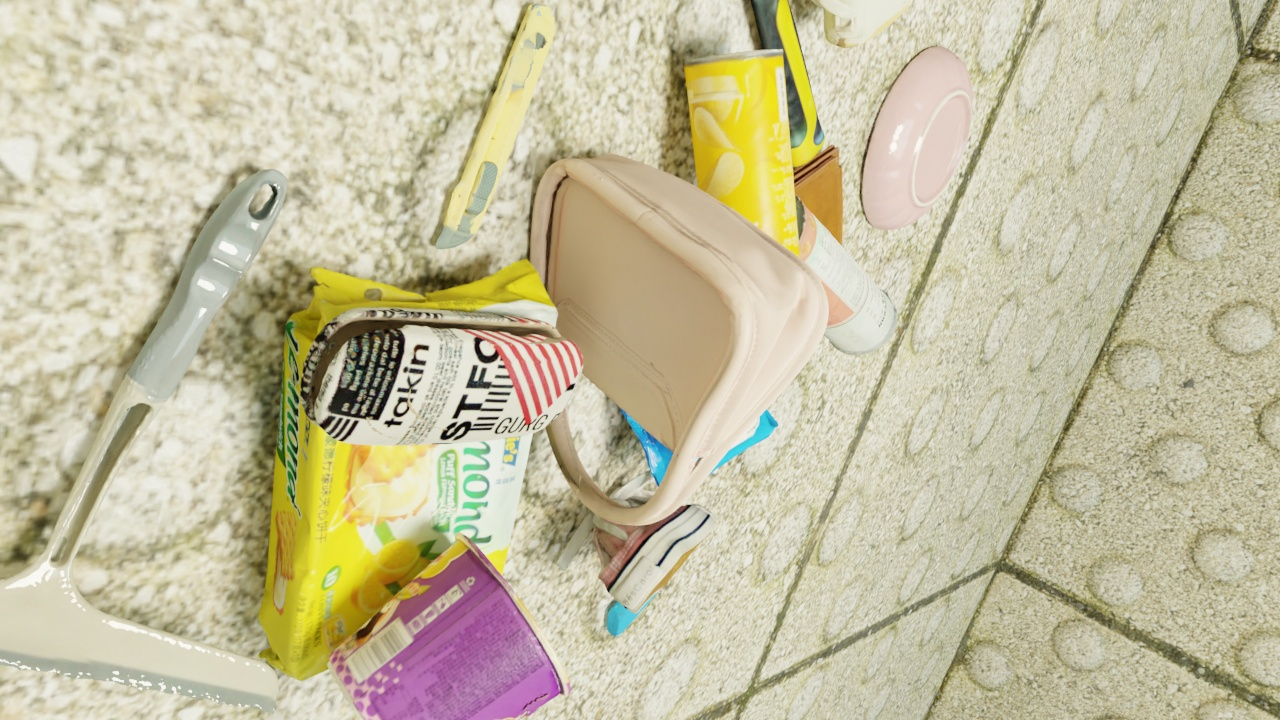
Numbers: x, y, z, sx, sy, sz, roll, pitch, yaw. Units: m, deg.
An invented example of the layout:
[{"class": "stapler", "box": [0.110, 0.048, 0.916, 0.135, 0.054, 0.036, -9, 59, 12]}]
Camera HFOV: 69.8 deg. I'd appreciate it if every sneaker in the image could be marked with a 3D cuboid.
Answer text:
[{"class": "sneaker", "box": [0.001, 0.147, 0.781, 0.118, 0.088, 0.241, -51, 169, 5]}]

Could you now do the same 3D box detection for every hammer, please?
[{"class": "hammer", "box": [0.092, -0.266, 0.654, 0.126, 0.032, 0.323, -52, 145, -14]}]

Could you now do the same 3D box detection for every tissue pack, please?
[{"class": "tissue pack", "box": [0.053, 0.045, 0.766, 0.156, 0.095, 0.052, -25, 175, -43]}]

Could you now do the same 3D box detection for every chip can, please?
[{"class": "chip can", "box": [0.076, -0.107, 0.653, 0.071, 0.072, 0.213, -23, 112, -44]}, {"class": "chip can", "box": [0.154, -0.071, 0.793, 0.214, 0.071, 0.071, 30, 88, -52]}]

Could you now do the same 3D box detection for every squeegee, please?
[{"class": "squeegee", "box": [-0.229, 0.019, 0.422, 0.246, 0.039, 0.246, 31, 81, -39]}]

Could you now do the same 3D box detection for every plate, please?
[{"class": "plate", "box": [0.297, -0.223, 0.952, 0.191, 0.039, 0.193, -32, 136, -37]}]

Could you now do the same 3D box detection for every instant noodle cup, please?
[{"class": "instant noodle cup", "box": [-0.109, 0.170, 0.509, 0.099, 0.111, 0.112, -36, 139, -21]}]

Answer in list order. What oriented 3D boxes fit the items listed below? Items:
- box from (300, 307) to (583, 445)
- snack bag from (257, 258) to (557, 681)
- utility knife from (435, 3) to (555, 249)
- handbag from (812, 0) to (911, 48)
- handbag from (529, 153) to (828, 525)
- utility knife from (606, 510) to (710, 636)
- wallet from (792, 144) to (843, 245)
[{"class": "box", "box": [-0.089, 0.011, 0.464, 0.164, 0.064, 0.074, -2, 95, -50]}, {"class": "snack bag", "box": [-0.142, 0.061, 0.540, 0.157, 0.068, 0.247, -10, 121, -49]}, {"class": "utility knife", "box": [-0.084, -0.133, 0.532, 0.031, 0.018, 0.152, 8, 102, -61]}, {"class": "handbag", "box": [0.157, -0.303, 0.645, 0.178, 0.063, 0.163, -60, 152, -30]}, {"class": "handbag", "box": [-0.004, 0.003, 0.591, 0.093, 0.193, 0.235, -8, 128, -44]}, {"class": "utility knife", "box": [0.024, 0.205, 0.911, 0.165, 0.018, 0.034, -42, 145, -30]}, {"class": "wallet", "box": [0.153, -0.119, 0.837, 0.118, 0.035, 0.131, -39, 140, -28]}]
